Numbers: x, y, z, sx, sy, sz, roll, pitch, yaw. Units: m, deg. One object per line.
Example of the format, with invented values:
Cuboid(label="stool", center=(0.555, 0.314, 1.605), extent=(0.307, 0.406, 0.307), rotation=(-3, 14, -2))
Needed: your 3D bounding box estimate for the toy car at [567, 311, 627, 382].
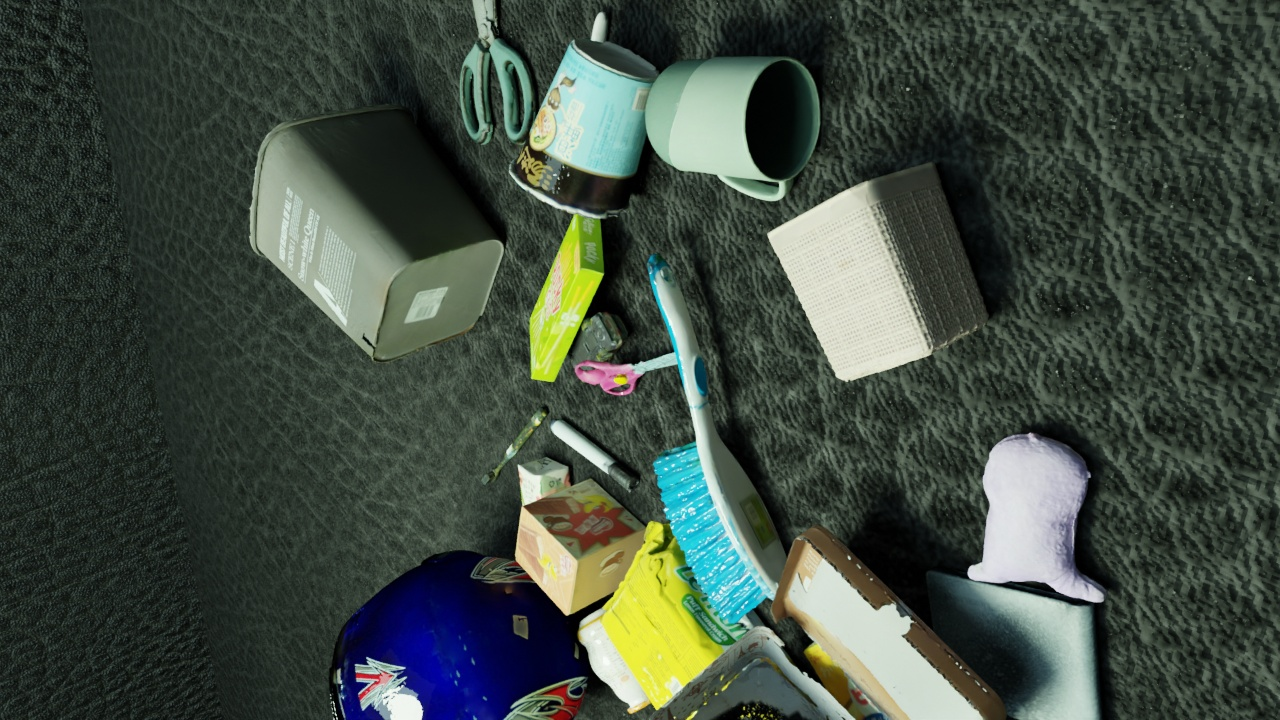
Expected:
Cuboid(label="toy car", center=(-0.044, -0.012, 0.891), extent=(0.042, 0.035, 0.091), rotation=(63, 146, 14))

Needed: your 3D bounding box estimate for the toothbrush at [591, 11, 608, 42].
Cuboid(label="toothbrush", center=(-0.045, -0.221, 0.828), extent=(0.016, 0.016, 0.180), rotation=(32, 128, 29))

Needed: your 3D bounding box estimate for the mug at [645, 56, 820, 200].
Cuboid(label="mug", center=(0.069, -0.166, 0.670), extent=(0.106, 0.082, 0.112), rotation=(18, 149, 45))

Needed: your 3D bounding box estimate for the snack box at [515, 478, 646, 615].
Cuboid(label="snack box", center=(-0.062, 0.189, 0.945), extent=(0.094, 0.092, 0.077), rotation=(37, 130, 37))

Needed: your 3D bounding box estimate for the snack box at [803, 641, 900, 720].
Cuboid(label="snack box", center=(0.198, 0.269, 0.714), extent=(0.140, 0.033, 0.087), rotation=(60, 140, 17))

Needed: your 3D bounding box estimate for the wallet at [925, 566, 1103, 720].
Cuboid(label="wallet", center=(0.255, 0.198, 0.631), extent=(0.121, 0.019, 0.097), rotation=(2, 104, 51))

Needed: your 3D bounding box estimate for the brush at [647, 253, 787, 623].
Cuboid(label="brush", center=(0.050, 0.070, 0.788), extent=(0.110, 0.060, 0.314), rotation=(-30, 85, 45))

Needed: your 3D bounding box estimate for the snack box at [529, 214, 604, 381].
Cuboid(label="snack box", center=(-0.073, -0.060, 0.884), extent=(0.157, 0.026, 0.085), rotation=(120, 153, -43))

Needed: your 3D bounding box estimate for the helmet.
Cuboid(label="helmet", center=(-0.176, 0.340, 1.024), extent=(0.315, 0.240, 0.247), rotation=(53, -160, -69))

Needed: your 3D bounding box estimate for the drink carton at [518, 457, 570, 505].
Cuboid(label="drink carton", center=(-0.101, 0.174, 1.024), extent=(0.054, 0.045, 0.122), rotation=(13, 114, 53))

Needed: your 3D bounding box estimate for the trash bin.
Cuboid(label="trash bin", center=(-0.288, -0.135, 1.021), extent=(0.220, 0.198, 0.200), rotation=(47, 136, 20))

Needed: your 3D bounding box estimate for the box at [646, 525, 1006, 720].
Cuboid(label="box", center=(0.113, 0.272, 0.660), extent=(0.180, 0.157, 0.218), rotation=(44, 147, 30))

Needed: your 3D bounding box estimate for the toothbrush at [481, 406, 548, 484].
Cuboid(label="toothbrush", center=(-0.150, 0.103, 1.077), extent=(0.012, 0.017, 0.186), rotation=(56, 139, 13))

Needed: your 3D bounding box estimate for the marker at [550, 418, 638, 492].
Cuboid(label="marker", center=(-0.050, 0.098, 0.955), extent=(0.131, 0.018, 0.023), rotation=(32, 136, 39))

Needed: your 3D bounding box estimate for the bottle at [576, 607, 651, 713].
Cuboid(label="bottle", center=(-0.021, 0.314, 0.969), extent=(0.108, 0.063, 0.063), rotation=(61, 140, 14))

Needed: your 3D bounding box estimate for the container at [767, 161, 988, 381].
Cuboid(label="container", center=(0.156, -0.055, 0.594), extent=(0.090, 0.089, 0.111), rotation=(-24, 88, 52))

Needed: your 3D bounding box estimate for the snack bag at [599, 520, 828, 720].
Cuboid(label="snack bag", center=(0.057, 0.287, 0.862), extent=(0.246, 0.068, 0.158), rotation=(50, 137, 23))

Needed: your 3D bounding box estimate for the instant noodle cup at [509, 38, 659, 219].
Cuboid(label="instant noodle cup", center=(-0.041, -0.198, 0.767), extent=(0.111, 0.111, 0.121), rotation=(44, 126, 31))

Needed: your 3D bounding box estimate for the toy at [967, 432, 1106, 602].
Cuboid(label="toy", center=(0.250, 0.098, 0.579), extent=(0.084, 0.038, 0.108), rotation=(6, 104, 34))

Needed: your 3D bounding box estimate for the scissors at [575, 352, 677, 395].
Cuboid(label="scissors", center=(-0.006, 0.003, 0.838), extent=(0.137, 0.072, 0.017), rotation=(-22, 49, 48))

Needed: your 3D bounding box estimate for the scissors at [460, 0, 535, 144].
Cuboid(label="scissors", center=(-0.159, -0.299, 0.931), extent=(0.162, 0.019, 0.179), rotation=(-9, 98, 52))
